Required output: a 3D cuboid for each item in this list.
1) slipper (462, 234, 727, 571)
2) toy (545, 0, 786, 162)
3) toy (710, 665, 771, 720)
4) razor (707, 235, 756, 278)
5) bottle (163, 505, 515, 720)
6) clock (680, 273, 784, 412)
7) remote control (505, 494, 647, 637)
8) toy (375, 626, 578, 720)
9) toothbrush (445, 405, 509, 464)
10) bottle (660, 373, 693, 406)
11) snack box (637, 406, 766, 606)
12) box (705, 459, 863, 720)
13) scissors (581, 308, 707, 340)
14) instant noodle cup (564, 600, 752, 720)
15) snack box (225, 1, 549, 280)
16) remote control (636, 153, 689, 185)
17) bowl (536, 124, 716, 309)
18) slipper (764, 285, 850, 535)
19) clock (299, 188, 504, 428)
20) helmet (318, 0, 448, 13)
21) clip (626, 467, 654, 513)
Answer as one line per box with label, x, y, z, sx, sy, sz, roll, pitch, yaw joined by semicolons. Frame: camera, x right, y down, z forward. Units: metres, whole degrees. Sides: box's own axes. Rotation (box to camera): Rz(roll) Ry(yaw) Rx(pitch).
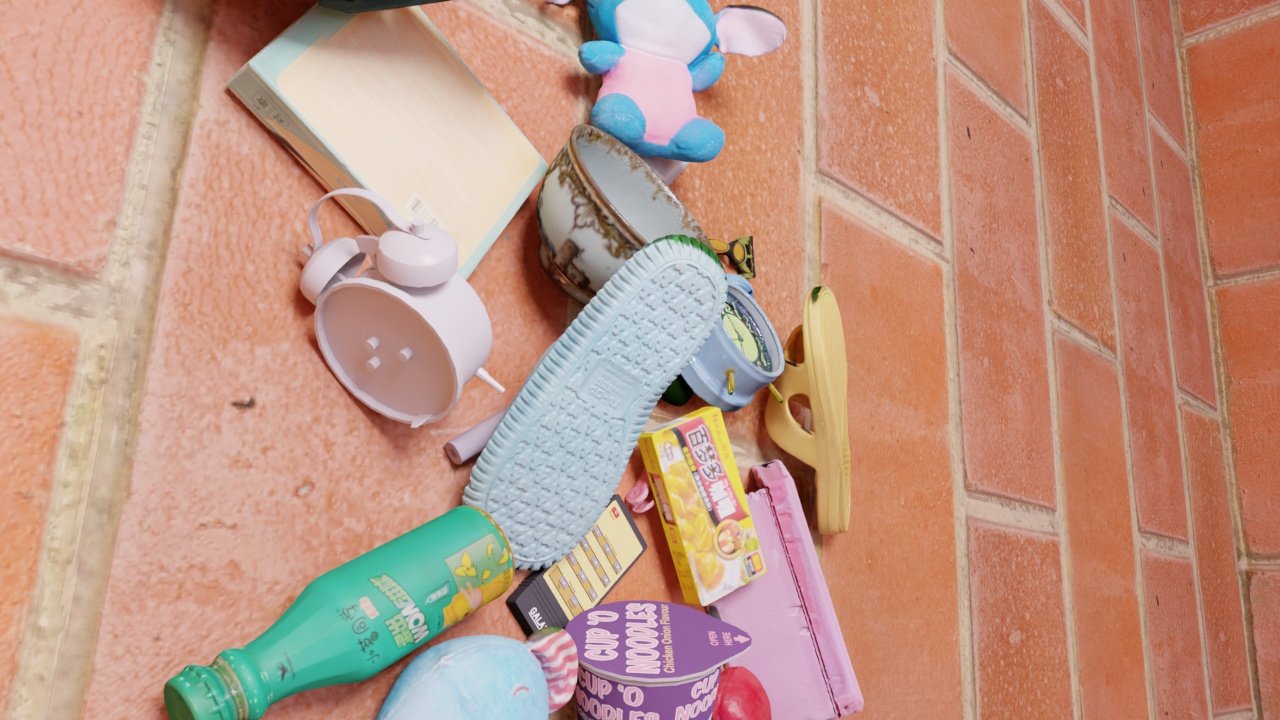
slipper;-0.039;0.027;0.660;0.116;0.069;0.276;30;99;-36
toy;0.023;-0.266;0.812;0.223;0.099;0.191;5;76;-27
toy;0.069;0.316;0.762;0.132;0.062;0.092;-31;113;-54
razor;0.063;-0.110;0.886;0.144;0.021;0.044;6;77;-42
bottle;-0.173;0.157;0.553;0.209;0.068;0.068;-24;98;-45
clock;0.070;-0.031;0.831;0.118;0.060;0.162;7;56;-54
remote control;-0.046;0.166;0.718;0.133;0.013;0.058;-43;112;-42
toy;-0.103;0.266;0.581;0.183;0.115;0.181;-23;110;-35
toothbrush;-0.068;0.026;0.703;0.187;0.019;0.018;-32;106;-36
bottle;-0.005;0.005;0.782;0.123;0.033;0.033;27;63;-38
snack box;0.053;0.122;0.776;0.075;0.025;0.152;-19;95;-32
box;0.117;0.223;0.863;0.106;0.115;0.232;-77;149;-82
scissors;0.006;-0.054;0.774;0.125;0.016;0.123;41;70;20
instant noodle cup;0.010;0.260;0.676;0.137;0.122;0.122;2;100;-2
snack box;-0.165;-0.162;0.646;0.193;0.044;0.141;49;50;-27
remote control;0.007;-0.174;0.838;0.050;0.022;0.133;56;48;-21
bowl;-0.025;-0.094;0.722;0.160;0.094;0.159;40;24;-22
slipper;0.164;0.057;0.905;0.099;0.078;0.264;-60;144;-58
clock;-0.158;-0.032;0.578;0.060;0.120;0.159;-55;130;-47
helmet;-0.167;-0.310;0.544;0.274;0.176;0.200;3;86;-8
clip;0.011;0.109;0.786;0.045;0.023;0.059;38;53;-34
